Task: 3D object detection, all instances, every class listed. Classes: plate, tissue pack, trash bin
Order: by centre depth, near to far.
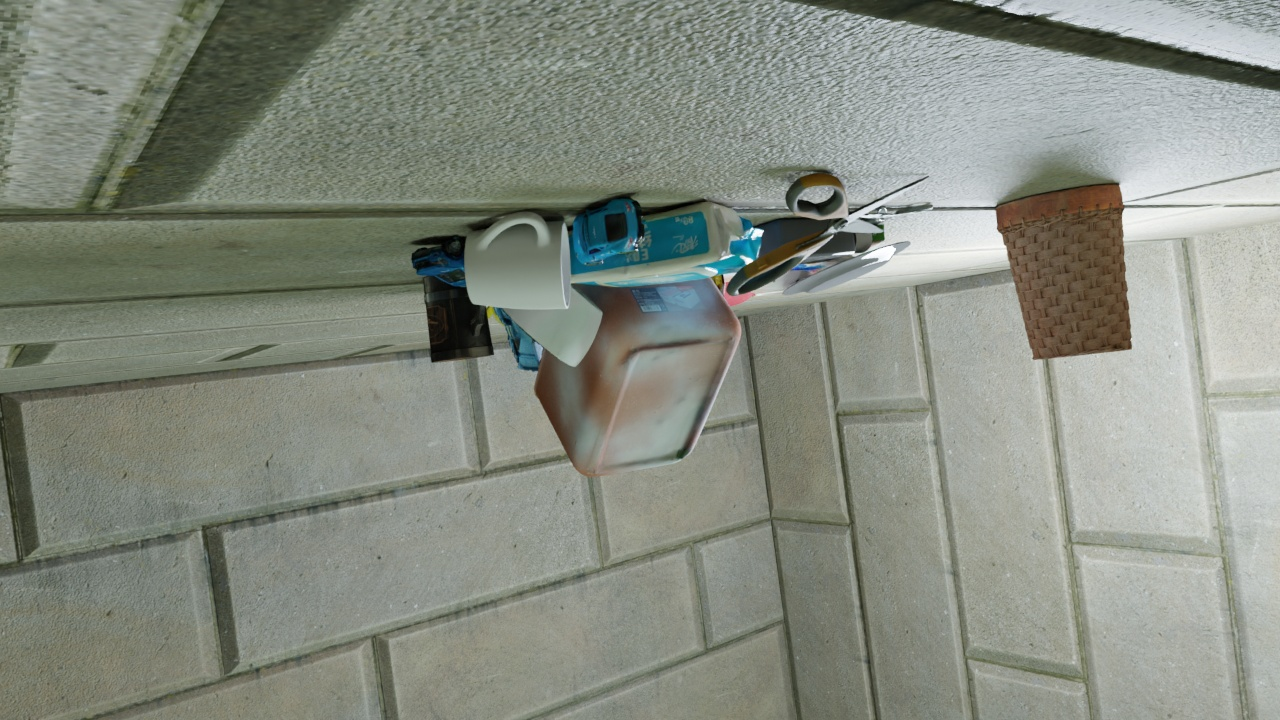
[{"bbox_3d":[0.011,-0.112,0.931,0.210,0.066,0.116,-6,179,23],"label":"tissue pack"},{"bbox_3d":[-0.007,0.007,1.120,0.181,0.157,0.260,-6,137,-28],"label":"trash bin"},{"bbox_3d":[0.556,-0.110,1.197,0.151,0.210,0.151,-7,179,0],"label":"trash bin"},{"bbox_3d":[0.276,-0.117,1.226,0.178,0.012,0.178,-20,174,-2],"label":"plate"},{"bbox_3d":[0.185,-0.130,1.270,0.186,0.016,0.187,-4,178,-25],"label":"plate"},{"bbox_3d":[0.188,-0.107,1.291,0.104,0.026,0.104,-5,178,0],"label":"plate"}]

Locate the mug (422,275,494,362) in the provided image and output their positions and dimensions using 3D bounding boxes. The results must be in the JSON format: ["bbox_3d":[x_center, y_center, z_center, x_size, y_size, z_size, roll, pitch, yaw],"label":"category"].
[{"bbox_3d":[-0.223,-0.057,1.162,0.079,0.107,0.116,-8,180,-41],"label":"mug"}]

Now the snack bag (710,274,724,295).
[{"bbox_3d":[0.058,-0.088,1.289,0.066,0.139,0.208,-49,176,-12],"label":"snack bag"}]

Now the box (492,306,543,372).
[{"bbox_3d":[-0.150,-0.012,1.251,0.094,0.112,0.232,7,152,7],"label":"box"}]

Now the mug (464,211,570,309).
[{"bbox_3d":[-0.113,-0.096,0.835,0.087,0.080,0.114,-2,149,2],"label":"mug"}]

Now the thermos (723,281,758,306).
[{"bbox_3d":[0.141,-0.122,1.457,0.073,0.073,0.239,-8,180,32],"label":"thermos"}]

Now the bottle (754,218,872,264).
[{"bbox_3d":[0.212,-0.146,1.128,0.173,0.046,0.084,-8,180,-32],"label":"bottle"}]

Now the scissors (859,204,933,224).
[{"bbox_3d":[0.279,-0.171,1.093,0.141,0.014,0.147,-11,-179,-27],"label":"scissors"}]

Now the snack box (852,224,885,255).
[{"bbox_3d":[0.251,-0.160,1.297,0.168,0.027,0.132,-7,179,6],"label":"snack box"}]

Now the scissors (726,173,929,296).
[{"bbox_3d":[0.171,-0.125,0.890,0.230,0.016,0.224,-37,158,29],"label":"scissors"}]

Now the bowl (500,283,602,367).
[{"bbox_3d":[-0.092,-0.054,0.976,0.066,0.116,0.116,-48,177,4],"label":"bowl"}]

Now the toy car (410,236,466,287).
[{"bbox_3d":[-0.170,-0.097,0.914,0.056,0.043,0.120,-7,180,38],"label":"toy car"}]

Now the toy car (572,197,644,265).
[{"bbox_3d":[-0.035,-0.113,0.815,0.032,0.048,0.105,-8,-179,-33],"label":"toy car"}]

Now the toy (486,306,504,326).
[{"bbox_3d":[-0.114,-0.083,1.330,0.214,0.084,0.149,-8,158,33],"label":"toy"}]
